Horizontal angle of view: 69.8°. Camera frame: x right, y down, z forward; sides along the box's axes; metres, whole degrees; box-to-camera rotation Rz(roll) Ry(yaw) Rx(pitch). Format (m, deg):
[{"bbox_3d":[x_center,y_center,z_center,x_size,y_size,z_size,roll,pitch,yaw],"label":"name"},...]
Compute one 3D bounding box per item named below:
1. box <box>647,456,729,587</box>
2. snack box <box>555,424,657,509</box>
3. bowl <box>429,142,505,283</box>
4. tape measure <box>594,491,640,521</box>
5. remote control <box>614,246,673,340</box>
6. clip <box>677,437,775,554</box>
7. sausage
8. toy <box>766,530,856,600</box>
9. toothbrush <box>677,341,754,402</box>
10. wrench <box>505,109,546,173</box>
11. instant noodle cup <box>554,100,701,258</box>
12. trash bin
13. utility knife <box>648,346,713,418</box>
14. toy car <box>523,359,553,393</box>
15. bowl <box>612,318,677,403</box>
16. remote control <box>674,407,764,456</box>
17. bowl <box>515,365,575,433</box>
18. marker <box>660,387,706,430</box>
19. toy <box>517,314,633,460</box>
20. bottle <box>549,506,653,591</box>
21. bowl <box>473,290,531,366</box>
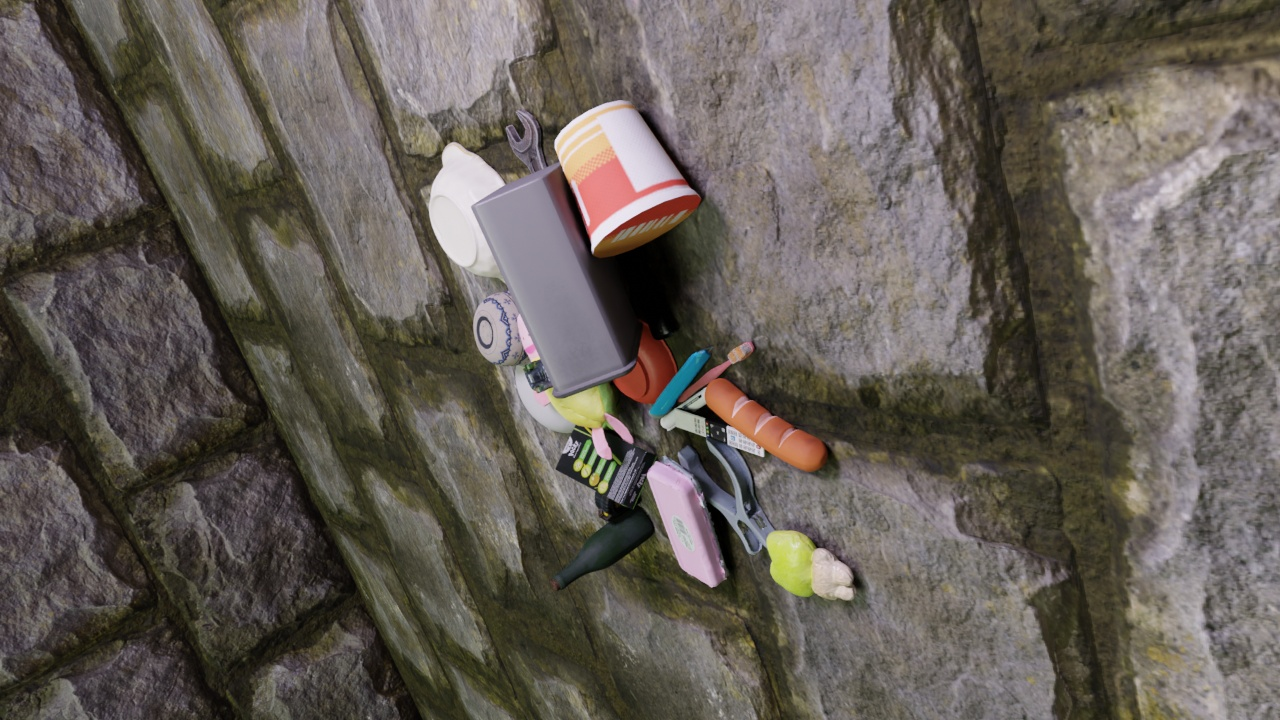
[{"bbox_3d":[0.068,0.213,1.204,0.086,0.044,0.202,24,143,45],"label":"box"},{"bbox_3d":[-0.051,0.144,1.295,0.148,0.080,0.025,20,174,44],"label":"snack box"},{"bbox_3d":[-0.241,-0.193,1.288,0.189,0.060,0.219,-14,105,56],"label":"bowl"},{"bbox_3d":[-0.037,0.193,1.325,0.038,0.067,0.063,26,135,40],"label":"tape measure"},{"bbox_3d":[-0.003,-0.094,1.087,0.041,0.020,0.152,-15,102,58],"label":"remote control"},{"bbox_3d":[0.124,0.156,1.118,0.172,0.029,0.143,51,149,9],"label":"clip"},{"bbox_3d":[0.137,0.073,1.021,0.164,0.039,0.044,34,143,33],"label":"sausage"},{"bbox_3d":[0.200,0.245,1.076,0.115,0.046,0.092,15,129,38],"label":"toy"},{"bbox_3d":[0.082,0.018,1.075,0.015,0.015,0.185,61,149,8],"label":"toothbrush"},{"bbox_3d":[-0.103,-0.182,1.159,0.070,0.010,0.273,-3,114,54],"label":"wrench"},{"bbox_3d":[-0.021,-0.191,0.952,0.121,0.123,0.124,63,148,7],"label":"instant noodle cup"},{"bbox_3d":[-0.085,-0.096,1.017,0.191,0.098,0.220,-80,-32,-72],"label":"trash bin"},{"bbox_3d":[0.047,0.029,1.109,0.159,0.031,0.015,-53,50,48],"label":"utility knife"},{"bbox_3d":[-0.109,0.012,1.161,0.091,0.036,0.042,-19,98,45],"label":"toy car"},{"bbox_3d":[-0.007,0.007,1.162,0.122,0.035,0.122,33,140,33],"label":"bowl"},{"bbox_3d":[0.095,0.083,1.094,0.124,0.011,0.028,17,131,33],"label":"remote control"},{"bbox_3d":[-0.145,0.050,1.373,0.149,0.043,0.150,33,140,33],"label":"bowl"},{"bbox_3d":[0.061,0.059,1.130,0.134,0.017,0.020,-40,64,57],"label":"marker"},{"bbox_3d":[-0.089,0.023,1.236,0.238,0.087,0.191,56,152,9],"label":"toy"},{"bbox_3d":[-0.060,0.277,1.325,0.055,0.173,0.055,33,140,34],"label":"bottle"},{"bbox_3d":[-0.199,-0.044,1.323,0.116,0.059,0.115,16,111,48],"label":"bowl"}]
